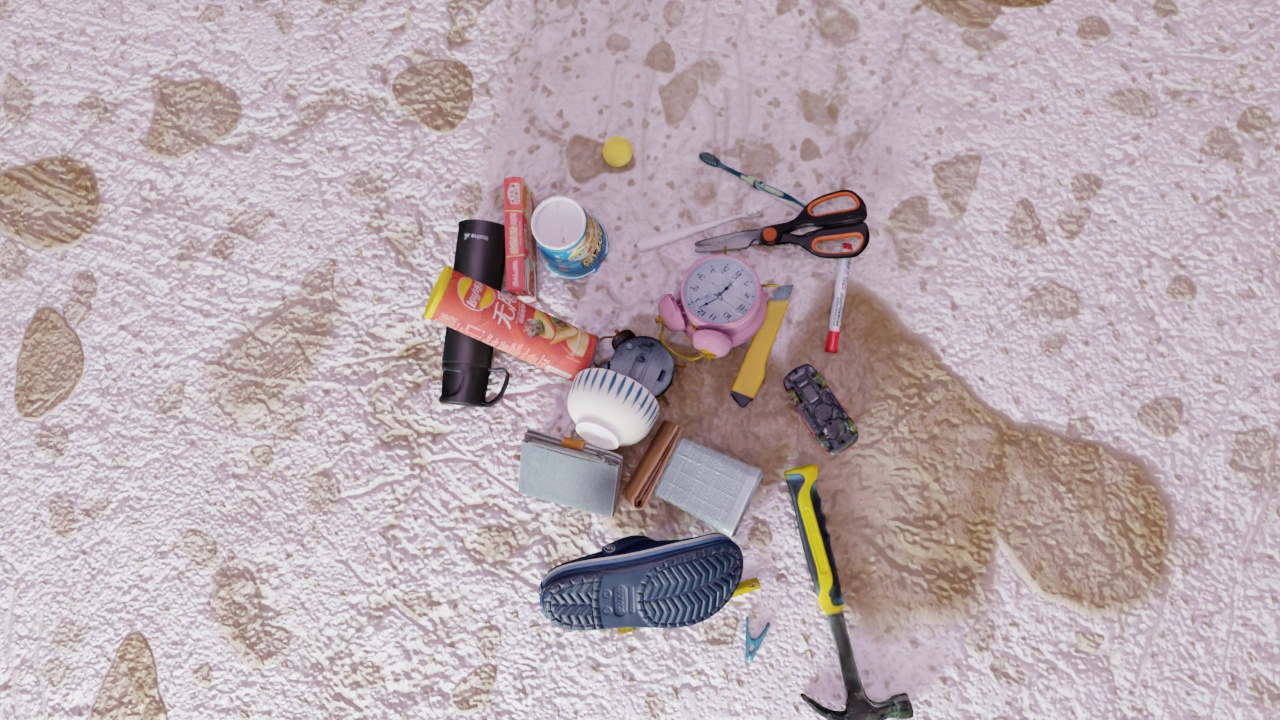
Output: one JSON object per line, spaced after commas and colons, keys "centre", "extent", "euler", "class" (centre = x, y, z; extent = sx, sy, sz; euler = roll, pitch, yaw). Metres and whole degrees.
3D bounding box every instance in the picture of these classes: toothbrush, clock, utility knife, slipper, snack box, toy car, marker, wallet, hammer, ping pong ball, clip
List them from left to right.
{"centre": [-0.159, -0.159, 1.218], "extent": [0.025, 0.075, 0.152], "euler": [-4, 82, 6], "class": "snack box"}
{"centre": [-0.089, 0.141, 1.171], "extent": [0.130, 0.036, 0.107], "euler": [14, 124, 8], "class": "wallet"}
{"centre": [-0.031, -0.282, 1.238], "extent": [0.040, 0.040, 0.040], "euler": [-1, 82, 6], "class": "ping pong ball"}
{"centre": [-0.007, 0.007, 1.189], "extent": [0.122, 0.055, 0.082], "euler": [24, 86, 10], "class": "clock"}
{"centre": [0.000, 0.270, 1.136], "extent": [0.252, 0.095, 0.105], "euler": [-10, 112, -6], "class": "slipper"}
{"centre": [0.014, 0.128, 1.148], "extent": [0.020, 0.101, 0.115], "euler": [29, 86, -7], "class": "wallet"}
{"centre": [0.060, 0.311, 1.160], "extent": [0.190, 0.016, 0.015], "euler": [-19, 80, 3], "class": "toothbrush"}
{"centre": [0.077, -0.177, 1.224], "extent": [0.180, 0.016, 0.016], "euler": [-16, 79, 4], "class": "toothbrush"}
{"centre": [0.090, -0.065, 1.171], "extent": [0.117, 0.060, 0.158], "euler": [39, 79, 18], "class": "clock"}
{"centre": [0.141, 0.350, 1.148], "extent": [0.034, 0.013, 0.055], "euler": [17, 82, 9], "class": "clip"}
{"centre": [0.162, -0.233, 1.221], "extent": [0.191, 0.018, 0.016], "euler": [29, 87, 9], "class": "toothbrush"}
{"centre": [0.160, -0.021, 1.194], "extent": [0.033, 0.015, 0.176], "euler": [23, 84, 3], "class": "utility knife"}
{"centre": [0.228, 0.062, 1.161], "extent": [0.053, 0.045, 0.120], "euler": [-32, 83, 3], "class": "toy car"}
{"centre": [0.232, 0.291, 1.136], "extent": [0.126, 0.032, 0.323], "euler": [-14, 81, 3], "class": "hammer"}
{"centre": [0.258, -0.082, 1.191], "extent": [0.017, 0.017, 0.145], "euler": [9, 83, 7], "class": "marker"}

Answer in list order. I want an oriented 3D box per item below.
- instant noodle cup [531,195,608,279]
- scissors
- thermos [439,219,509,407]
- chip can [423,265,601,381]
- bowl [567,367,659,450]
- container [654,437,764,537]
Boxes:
{"centre": [-0.096, -0.165, 1.195], "extent": [0.099, 0.110, 0.099], "euler": [-1, 81, 6], "class": "instant noodle cup"}
{"centre": [0.183, -0.179, 1.207], "extent": [0.235, 0.021, 0.139], "euler": [14, 84, 15], "class": "scissors"}
{"centre": [-0.211, -0.060, 1.219], "extent": [0.090, 0.068, 0.242], "euler": [5, 84, -4], "class": "thermos"}
{"centre": [-0.161, -0.043, 1.162], "extent": [0.216, 0.073, 0.073], "euler": [25, 85, -16], "class": "chip can"}
{"centre": [-0.041, 0.069, 1.146], "extent": [0.116, 0.117, 0.066], "euler": [20, 58, 8], "class": "bowl"}
{"centre": [0.085, 0.155, 1.144], "extent": [0.111, 0.090, 0.090], "euler": [25, 85, 13], "class": "container"}
